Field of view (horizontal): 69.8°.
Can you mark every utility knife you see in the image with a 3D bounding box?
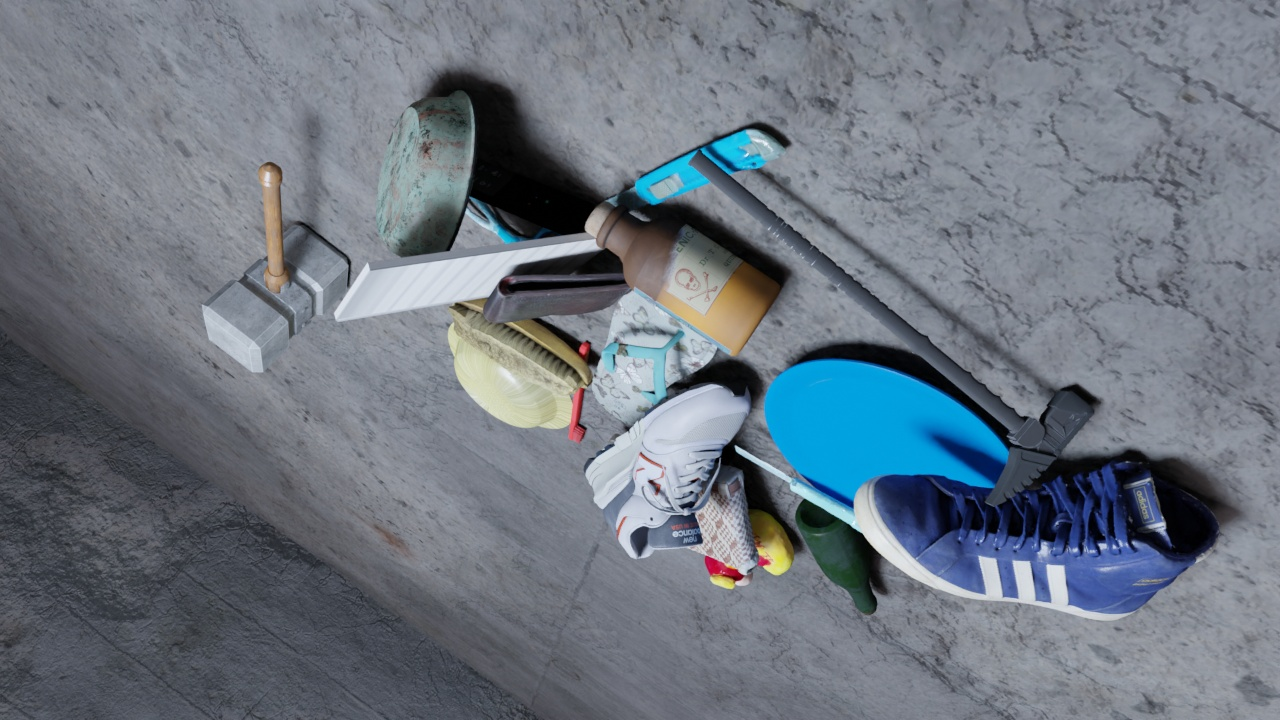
[{"bbox_3d":[0.024,-0.134,0.696,0.031,0.015,0.222,52,149,-18],"label":"utility knife"},{"bbox_3d":[0.159,0.125,0.858,0.166,0.015,0.022,29,149,9],"label":"utility knife"}]

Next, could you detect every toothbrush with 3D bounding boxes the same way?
[{"bbox_3d":[-0.065,0.042,1.033,0.018,0.012,0.213,31,149,11],"label":"toothbrush"}]

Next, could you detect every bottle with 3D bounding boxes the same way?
[{"bbox_3d":[0.028,-0.073,0.722,0.157,0.067,0.068,34,150,6],"label":"bottle"},{"bbox_3d":[0.209,0.205,0.931,0.055,0.055,0.174,8,140,40],"label":"bottle"}]

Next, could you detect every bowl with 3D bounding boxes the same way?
[{"bbox_3d":[-0.182,-0.150,0.754,0.038,0.157,0.158,10,164,-31],"label":"bowl"}]

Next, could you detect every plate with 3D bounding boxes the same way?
[{"bbox_3d":[0.211,0.073,0.774,0.224,0.024,0.225,26,149,17],"label":"plate"},{"bbox_3d":[-0.167,0.031,1.099,0.184,0.036,0.185,26,148,18],"label":"plate"}]

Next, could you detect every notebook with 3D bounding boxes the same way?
[{"bbox_3d":[-0.137,-0.071,0.766,0.143,0.209,0.009,-25,79,60],"label":"notebook"}]

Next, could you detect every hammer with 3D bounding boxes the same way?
[{"bbox_3d":[0.157,-0.033,0.637,0.325,0.095,0.015,40,-179,1],"label":"hammer"},{"bbox_3d":[-0.400,-0.121,1.005,0.083,0.162,0.319,37,150,-1],"label":"hammer"}]

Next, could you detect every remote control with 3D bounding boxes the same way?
[{"bbox_3d":[-0.108,-0.144,0.792,0.150,0.034,0.013,25,148,25],"label":"remote control"}]

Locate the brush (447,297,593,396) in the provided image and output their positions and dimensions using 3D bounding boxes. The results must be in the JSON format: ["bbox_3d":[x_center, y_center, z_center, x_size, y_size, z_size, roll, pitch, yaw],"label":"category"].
[{"bbox_3d":[-0.134,-0.018,0.984,0.195,0.043,0.059,29,148,24],"label":"brush"}]

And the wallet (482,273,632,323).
[{"bbox_3d":[-0.073,-0.058,0.805,0.099,0.119,0.031,156,109,-71],"label":"wallet"}]

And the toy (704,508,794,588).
[{"bbox_3d":[0.112,0.210,1.035,0.105,0.067,0.138,42,142,5],"label":"toy"}]

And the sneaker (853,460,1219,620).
[{"bbox_3d":[0.285,0.115,0.650,0.233,0.091,0.119,20,143,-4],"label":"sneaker"}]

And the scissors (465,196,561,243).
[{"bbox_3d":[-0.114,-0.115,0.868,0.140,0.011,0.134,-5,130,47],"label":"scissors"}]

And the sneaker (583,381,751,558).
[{"bbox_3d":[0.036,0.117,0.882,0.241,0.088,0.124,-39,60,47],"label":"sneaker"}]

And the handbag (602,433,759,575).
[{"bbox_3d":[0.045,0.152,0.996,0.186,0.046,0.124,12,128,42],"label":"handbag"}]

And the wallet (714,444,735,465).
[{"bbox_3d":[0.048,0.103,0.996,0.091,0.018,0.116,32,151,7],"label":"wallet"}]

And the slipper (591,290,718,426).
[{"bbox_3d":[-0.005,0.005,0.881,0.098,0.054,0.269,41,151,1],"label":"slipper"}]
